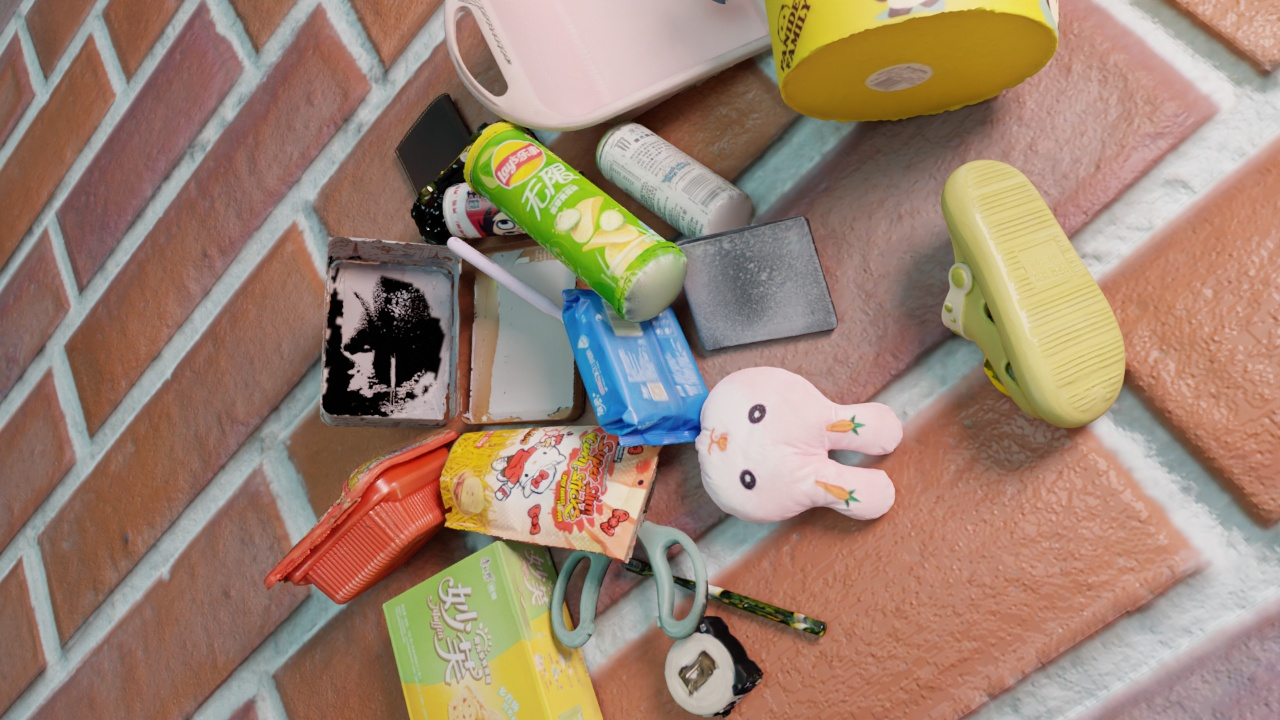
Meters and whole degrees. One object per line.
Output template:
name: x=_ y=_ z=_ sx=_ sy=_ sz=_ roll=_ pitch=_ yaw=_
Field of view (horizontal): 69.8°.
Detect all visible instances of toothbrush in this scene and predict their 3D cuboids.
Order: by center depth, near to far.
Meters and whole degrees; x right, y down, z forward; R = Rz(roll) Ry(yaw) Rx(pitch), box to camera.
toothbrush: x=0.061 y=0.187 z=0.736 sx=0.186 sy=0.017 sz=0.012 roll=10 pitch=71 yaw=34
toothbrush: x=-0.097 y=-0.061 z=0.831 sx=0.189 sy=0.029 sz=0.021 roll=32 pitch=124 yaw=7

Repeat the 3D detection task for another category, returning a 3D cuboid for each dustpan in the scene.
dustpan: x=-0.026 y=-0.317 z=0.787 sx=0.274 sy=0.138 sz=0.222 roll=-33 pitch=79 yaw=27

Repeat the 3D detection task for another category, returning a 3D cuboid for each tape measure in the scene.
tape measure: x=0.054 y=0.244 z=0.722 sx=0.066 sy=0.033 sz=0.066 roll=-52 pitch=58 yaw=14

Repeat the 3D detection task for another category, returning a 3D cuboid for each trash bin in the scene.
trash bin: x=0.179 y=-0.320 z=0.639 sx=0.230 sy=0.229 sz=0.255 roll=-8 pitch=83 yaw=31

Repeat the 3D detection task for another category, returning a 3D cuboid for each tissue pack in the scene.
tissue pack: x=-0.005 y=0.004 z=0.766 sx=0.052 sy=0.094 sz=0.157 roll=-46 pitch=57 yaw=45

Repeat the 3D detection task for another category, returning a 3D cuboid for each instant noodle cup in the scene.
instant noodle cup: x=-0.248 y=0.156 z=0.870 sx=0.189 sy=0.164 sz=0.079 roll=-43 pitch=85 yaw=20

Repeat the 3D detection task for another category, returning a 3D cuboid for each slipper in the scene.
slipper: x=0.254 y=-0.042 z=0.626 sx=0.190 sy=0.091 sz=0.082 roll=70 pitch=157 yaw=11

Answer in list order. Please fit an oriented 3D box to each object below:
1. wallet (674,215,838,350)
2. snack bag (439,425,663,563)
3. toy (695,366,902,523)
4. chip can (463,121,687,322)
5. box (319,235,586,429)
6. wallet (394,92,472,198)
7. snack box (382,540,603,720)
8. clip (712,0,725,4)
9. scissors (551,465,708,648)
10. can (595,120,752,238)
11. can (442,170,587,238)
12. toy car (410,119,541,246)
wallet: x=0.090 y=-0.060 z=0.734 sx=0.121 sy=0.019 sz=0.097 roll=-9 pitch=114 yaw=31
snack bag: x=-0.076 y=0.107 z=0.803 sx=0.208 sy=0.073 sz=0.128 roll=-1 pitch=50 yaw=34
toy: x=0.117 y=0.067 z=0.704 sx=0.160 sy=0.054 sz=0.121 roll=4 pitch=84 yaw=25
chip can: x=-0.056 y=-0.116 z=0.763 sx=0.221 sy=0.072 sz=0.073 roll=42 pitch=104 yaw=27
box: x=-0.181 y=-0.025 z=0.886 sx=0.274 sy=0.124 sz=0.178 roll=-1 pitch=79 yaw=5
wallet: x=-0.214 y=-0.213 z=0.984 sx=0.097 sy=0.020 sz=0.122 roll=-41 pitch=63 yaw=25
snack box: x=-0.131 y=0.283 z=0.811 sx=0.158 sy=0.070 sz=0.210 roll=-32 pitch=66 yaw=25
clip: x=0.048 y=-0.315 z=0.767 sx=0.057 sy=0.025 sz=0.029 roll=28 pitch=82 yaw=10
scissors: x=0.001 y=0.167 z=0.756 sx=0.179 sy=0.019 sz=0.172 roll=13 pitch=73 yaw=40
can: x=0.027 y=-0.152 z=0.794 sx=0.147 sy=0.058 sz=0.058 roll=40 pitch=103 yaw=31
can: x=-0.116 y=-0.146 z=0.867 sx=0.133 sy=0.053 sz=0.053 roll=-3 pitch=79 yaw=16
toy car: x=-0.165 y=-0.176 z=0.920 sx=0.156 sy=0.041 sz=0.071 roll=-39 pitch=100 yaw=18
